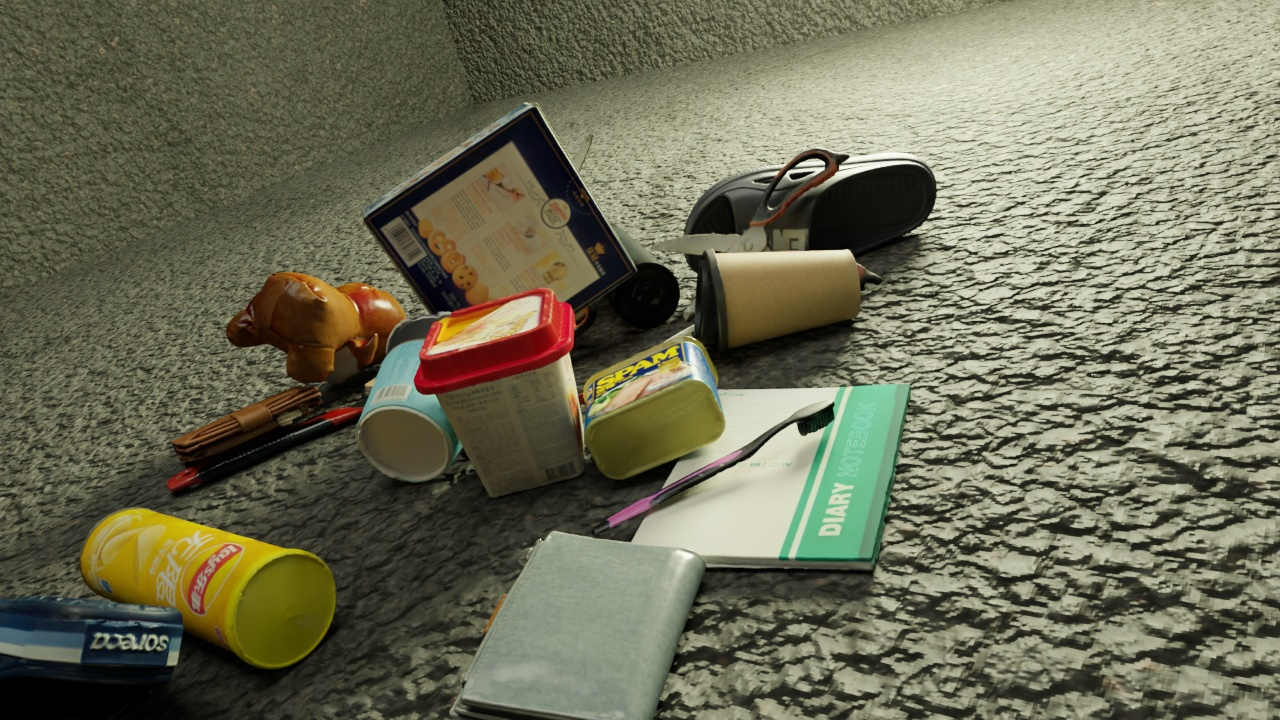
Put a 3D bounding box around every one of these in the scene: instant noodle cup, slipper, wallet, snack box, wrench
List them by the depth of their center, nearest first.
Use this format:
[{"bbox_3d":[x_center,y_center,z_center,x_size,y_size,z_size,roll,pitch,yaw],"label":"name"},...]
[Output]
[{"bbox_3d":[-0.031,0.146,0.489,0.107,0.037,0.129,4,29,17],"label":"wallet"},{"bbox_3d":[-0.351,0.188,0.540,0.253,0.105,0.095,-16,61,36],"label":"slipper"},{"bbox_3d":[-0.095,0.026,0.689,0.117,0.124,0.116,-14,22,3],"label":"instant noodle cup"},{"bbox_3d":[-0.177,0.036,0.763,0.111,0.111,0.120,-10,32,14],"label":"instant noodle cup"},{"bbox_3d":[-0.125,-0.108,0.835,0.182,0.178,0.046,-34,23,-5],"label":"snack box"},{"bbox_3d":[-0.315,0.066,0.883,0.273,0.016,0.056,-21,23,-14],"label":"wrench"},{"bbox_3d":[-0.384,0.061,0.895,0.131,0.031,0.108,-28,11,-30],"label":"wallet"},{"bbox_3d":[0.175,-0.143,0.922,0.268,0.111,0.083,-13,26,0],"label":"slipper"}]

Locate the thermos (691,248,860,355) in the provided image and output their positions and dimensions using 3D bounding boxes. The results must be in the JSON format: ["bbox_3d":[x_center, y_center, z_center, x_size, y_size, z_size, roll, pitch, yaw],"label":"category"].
[{"bbox_3d":[0.113,-0.056,0.798,0.143,0.093,0.093,-7,23,-1],"label":"thermos"}]

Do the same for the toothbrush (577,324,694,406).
[{"bbox_3d":[-0.005,0.005,0.820,0.187,0.016,0.017,-30,17,-28],"label":"toothbrush"}]

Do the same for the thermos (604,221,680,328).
[{"bbox_3d":[-0.010,-0.103,1.008,0.090,0.068,0.242,3,19,-14],"label":"thermos"}]

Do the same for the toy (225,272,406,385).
[{"bbox_3d":[-0.317,-0.029,0.962,0.140,0.131,0.199,28,17,15],"label":"toy"}]

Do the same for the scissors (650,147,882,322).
[{"bbox_3d":[0.121,-0.118,0.875,0.223,0.188,0.015,8,-11,9],"label":"scissors"}]

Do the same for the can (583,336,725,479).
[{"bbox_3d":[0.009,0.034,0.668,0.102,0.057,0.083,-24,20,7],"label":"can"}]

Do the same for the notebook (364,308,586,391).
[{"bbox_3d":[-0.164,-0.014,0.951,0.148,0.008,0.207,0,23,29],"label":"notebook"}]

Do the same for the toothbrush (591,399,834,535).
[{"bbox_3d":[0.052,0.072,0.604,0.189,0.018,0.014,-26,24,-16],"label":"toothbrush"}]

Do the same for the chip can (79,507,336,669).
[{"bbox_3d":[-0.295,0.145,0.615,0.214,0.072,0.071,3,30,38],"label":"chip can"}]

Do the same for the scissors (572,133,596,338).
[{"bbox_3d":[-0.107,-0.120,0.932,0.233,0.221,0.021,-36,-17,24],"label":"scissors"}]

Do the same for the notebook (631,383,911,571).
[{"bbox_3d":[0.094,0.070,0.611,0.151,0.012,0.208,-4,25,24],"label":"notebook"}]
